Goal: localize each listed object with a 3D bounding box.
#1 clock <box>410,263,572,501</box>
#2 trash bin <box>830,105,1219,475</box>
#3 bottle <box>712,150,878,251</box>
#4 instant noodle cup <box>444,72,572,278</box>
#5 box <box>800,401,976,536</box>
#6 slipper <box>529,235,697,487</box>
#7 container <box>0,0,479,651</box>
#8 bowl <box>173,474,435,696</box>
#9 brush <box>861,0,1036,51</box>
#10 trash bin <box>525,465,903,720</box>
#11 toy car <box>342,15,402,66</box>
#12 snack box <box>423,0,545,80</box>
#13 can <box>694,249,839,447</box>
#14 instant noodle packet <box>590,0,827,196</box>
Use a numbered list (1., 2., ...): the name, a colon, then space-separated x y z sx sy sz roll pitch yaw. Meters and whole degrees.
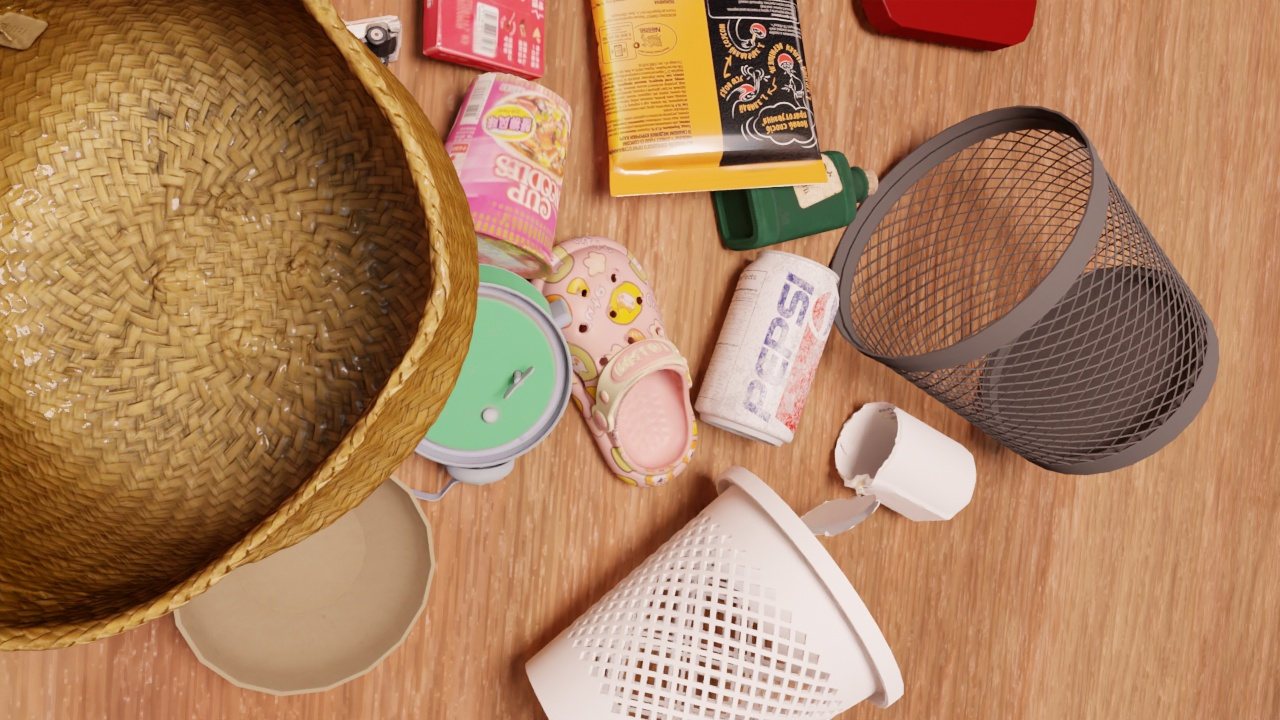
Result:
1. clock: -0.116 0.020 0.591 0.122 0.075 0.162 25 104 -18
2. trash bin: 0.308 -0.042 0.729 0.227 0.218 0.217 33 80 -29
3. bottle: 0.128 -0.128 0.712 0.131 0.061 0.061 -16 99 -24
4. instant noodle cup: -0.090 -0.120 0.595 0.097 0.098 0.108 19 79 -26
5. box: 0.200 0.107 0.750 0.140 0.084 0.141 30 69 -24
6. slipper: -0.004 0.004 0.651 0.093 0.082 0.197 -31 109 -22
7. container: -0.231 -0.049 0.436 0.307 0.196 0.307 0 93 -1
8. bowl: -0.211 0.126 0.577 0.152 0.050 0.152 -2 96 -26
9. brush: 0.254 -0.309 0.769 0.173 0.042 0.082 -2 95 -26
10. trash bin: 0.039 0.210 0.643 0.199 0.195 0.195 -33 108 -10
11. toy car: -0.205 -0.195 0.561 0.113 0.039 0.039 -20 81 -24
12. snack box: -0.099 -0.258 0.596 0.089 0.021 0.133 -3 96 -49
13. can: 0.098 -0.009 0.700 0.078 0.078 0.136 22 85 -26
14. instant noodle packet: 0.043 -0.228 0.652 0.159 0.032 0.220 -6 85 -13
